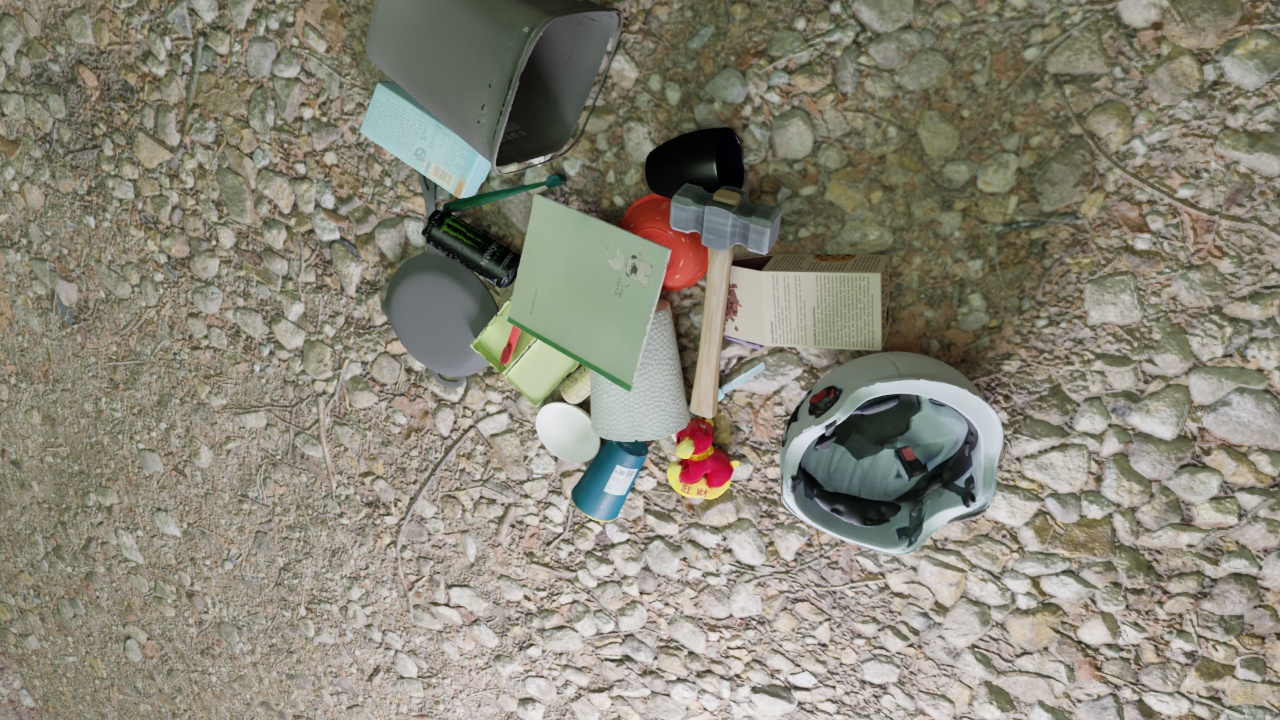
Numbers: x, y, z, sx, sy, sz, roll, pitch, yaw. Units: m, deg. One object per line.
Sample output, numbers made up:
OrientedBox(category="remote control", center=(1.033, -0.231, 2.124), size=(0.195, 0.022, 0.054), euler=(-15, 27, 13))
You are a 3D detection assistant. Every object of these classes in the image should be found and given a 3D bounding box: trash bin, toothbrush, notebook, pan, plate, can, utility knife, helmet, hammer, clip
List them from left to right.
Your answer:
OrientedBox(category="pan", center=(-0.297, -0.117, 1.327), size=(0.217, 0.024, 0.355), euler=(9, 116, 19))
OrientedBox(category="can", center=(-0.229, -0.152, 1.253), size=(0.137, 0.053, 0.054), euler=(32, 122, -2))
OrientedBox(category="trash bin", center=(-0.177, -0.365, 1.066), size=(0.220, 0.196, 0.198), euler=(35, 124, 12))
OrientedBox(category="toothbrush", center=(-0.185, -0.222, 1.226), size=(0.190, 0.017, 0.016), euler=(-9, 107, 24))
OrientedBox(category="toothbrush", center=(-0.156, -0.082, 1.249), size=(0.012, 0.017, 0.213), euler=(26, 116, 6))
OrientedBox(category="plate", center=(-0.101, 0.100, 1.339), size=(0.104, 0.026, 0.104), euler=(13, 125, 20))
OrientedBox(category="notebook", center=(-0.074, -0.090, 1.155), size=(0.253, 0.010, 0.182), euler=(29, 111, 39))
OrientedBox(category="can", center=(-0.075, 0.026, 1.288), size=(0.038, 0.038, 0.080), euler=(48, 123, -3))
OrientedBox(category="trash bin", center=(-0.007, 0.007, 1.202), size=(0.133, 0.133, 0.161), euler=(2, 109, 23))
OrientedBox(category="hammer", center=(0.089, -0.057, 1.109), size=(0.117, 0.051, 0.324), euler=(19, 132, 18))
OrientedBox(category="utility knife", center=(0.100, 0.048, 1.239), size=(0.178, 0.015, 0.022), euler=(-35, 102, 29))
OrientedBox(category="clip", center=(0.138, -0.034, 1.183), size=(0.050, 0.014, 0.046), euler=(34, 122, 3))
OrientedBox(category="helmet", center=(0.288, 0.086, 1.080), size=(0.236, 0.163, 0.265), euler=(23, 126, -12))

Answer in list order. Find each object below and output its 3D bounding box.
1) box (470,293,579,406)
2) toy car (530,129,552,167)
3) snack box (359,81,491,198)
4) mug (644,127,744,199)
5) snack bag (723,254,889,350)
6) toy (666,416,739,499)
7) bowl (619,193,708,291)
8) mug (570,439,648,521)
OrientedBox(category="box", center=(-0.138, -0.037, 1.282), size=(0.137, 0.024, 0.188), euler=(43, 117, 1))
OrientedBox(category="toy car", center=(-0.159, -0.292, 1.177), size=(0.113, 0.039, 0.039), euler=(36, 144, 5))
OrientedBox(category="snack box", center=(-0.281, -0.293, 1.216), size=(0.174, 0.053, 0.075), euler=(33, 116, 5))
OrientedBox(category="mug", center=(0.067, -0.217, 1.095), size=(0.100, 0.084, 0.119), euler=(0, 143, 30))
OrientedBox(category="snack bag", center=(0.190, -0.073, 1.107), size=(0.207, 0.069, 0.094), euler=(3, 115, 23))
OrientedBox(category="toy", center=(0.084, 0.138, 1.259), size=(0.106, 0.067, 0.137), euler=(-2, 123, 14))
OrientedBox(category="bowl", center=(0.025, -0.143, 1.161), size=(0.131, 0.045, 0.131), euler=(10, 116, 20))
OrientedBox(category="mug", center=(-0.040, 0.163, 1.319), size=(0.078, 0.078, 0.122), euler=(33, 118, 6))
